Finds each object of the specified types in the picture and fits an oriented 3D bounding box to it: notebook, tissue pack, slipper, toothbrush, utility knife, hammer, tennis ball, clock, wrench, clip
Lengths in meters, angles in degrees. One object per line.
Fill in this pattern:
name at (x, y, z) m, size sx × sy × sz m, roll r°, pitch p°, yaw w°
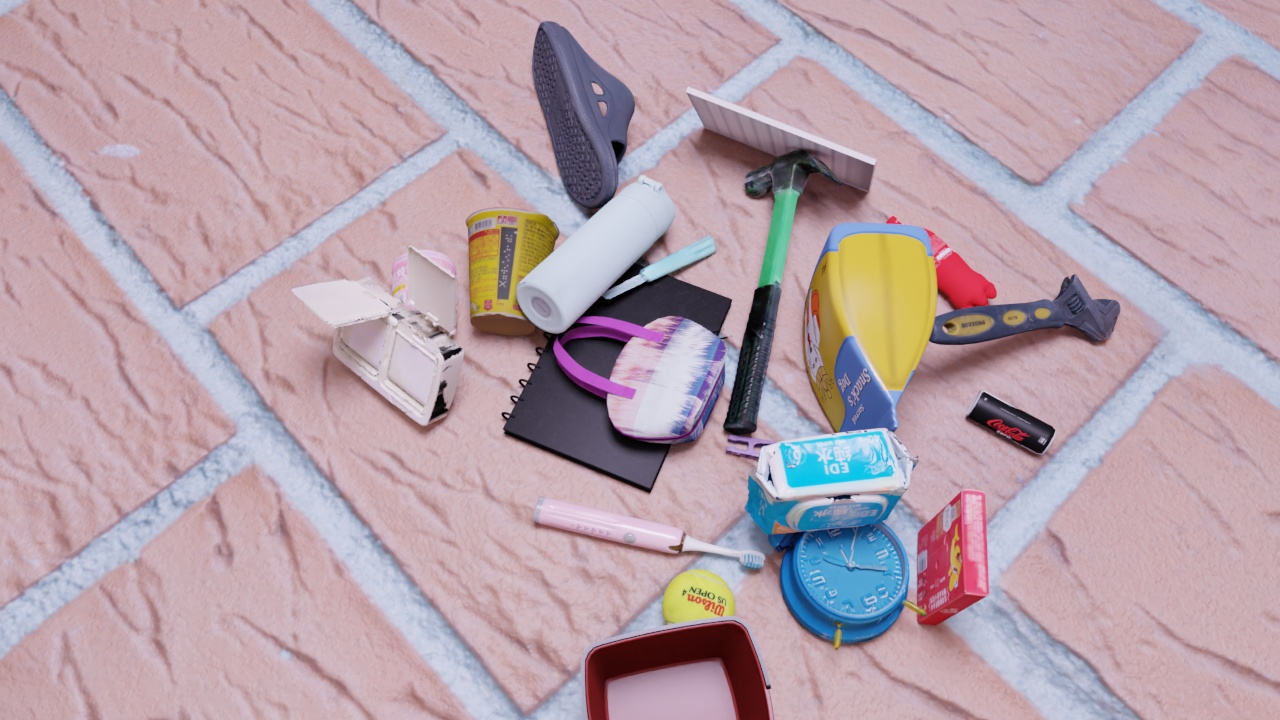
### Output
notebook at (0.157, -0.241, 1.010) m, size 0.210 × 0.142 × 0.009 m, roll 25°, pitch 94°, yaw 11°
notebook at (-0.024, 0.002, 0.953) m, size 0.169 × 0.019 × 0.231 m, roll 21°, pitch 66°, yaw 8°
tissue pack at (0.165, 0.108, 0.797) m, size 0.144 × 0.093 × 0.061 m, roll -7°, pitch 58°, yaw -2°
slipper at (-0.058, -0.282, 1.053) m, size 0.083 × 0.111 × 0.267 m, roll -7°, pitch 58°, yaw -22°
toothbrush at (0.008, 0.165, 0.868) m, size 0.223 × 0.027 × 0.026 m, roll 12°, pitch 36°, yaw 6°
utility knife at (0.022, -0.100, 0.985) m, size 0.158 × 0.015 × 0.022 m, roll -28°, pitch 69°, yaw -29°
hammer at (0.134, -0.077, 0.958) m, size 0.032 × 0.130 × 0.318 m, roll 25°, pitch 70°, yaw -31°
tennis ball at (0.052, 0.220, 0.820) m, size 0.065 × 0.065 × 0.065 m, roll 0°, pitch 64°, yaw 0°
clock at (0.181, 0.179, 0.844) m, size 0.116 × 0.060 × 0.161 m, roll -20°, pitch 63°, yaw -9°
wrench at (0.391, -0.043, 0.927) m, size 0.272 × 0.022 × 0.073 m, roll -9°, pitch 81°, yaw -28°
clip at (0.110, 0.089, 0.914) m, size 0.052 × 0.013 × 0.036 m, roll 7°, pitch 63°, yaw 6°

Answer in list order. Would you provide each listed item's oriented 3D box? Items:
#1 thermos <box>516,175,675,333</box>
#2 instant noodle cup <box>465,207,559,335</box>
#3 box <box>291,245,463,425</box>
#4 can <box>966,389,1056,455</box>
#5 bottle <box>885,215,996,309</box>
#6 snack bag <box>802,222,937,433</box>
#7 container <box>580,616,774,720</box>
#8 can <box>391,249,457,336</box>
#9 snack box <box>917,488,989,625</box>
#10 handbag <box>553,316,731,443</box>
thermos at (-0.040, -0.113, 0.948) m, size 0.065 × 0.078 × 0.206 m, roll 28°, pitch 53°, yaw 21°
instant noodle cup at (-0.139, -0.088, 0.961) m, size 0.100 × 0.100 × 0.112 m, roll 3°, pitch 75°, yaw 1°
box at (-0.250, -0.025, 0.870) m, size 0.145 × 0.187 × 0.100 m, roll 33°, pitch 49°, yaw 20°
can at (0.370, 0.062, 0.917) m, size 0.080 × 0.032 × 0.031 m, roll 30°, pitch 67°, yaw 13°
bottle at (0.321, -0.107, 0.994) m, size 0.041 × 0.042 × 0.141 m, roll -36°, pitch 69°, yaw -16°
snack bag at (0.218, -0.005, 0.879) m, size 0.102 × 0.159 × 0.204 m, roll 3°, pitch 65°, yaw 1°
container at (0.030, 0.273, 0.719) m, size 0.148 × 0.201 × 0.127 m, roll -9°, pitch 65°, yaw -5°
can at (-0.226, -0.068, 0.958) m, size 0.067 × 0.067 × 0.076 m, roll -5°, pitch 64°, yaw -3°
snack box at (0.271, 0.175, 0.805) m, size 0.021 × 0.133 × 0.089 m, roll 7°, pitch 64°, yaw 2°
handbag at (-0.005, 0.005, 0.913) m, size 0.170 × 0.068 × 0.144 m, roll 21°, pitch 66°, yaw 14°
